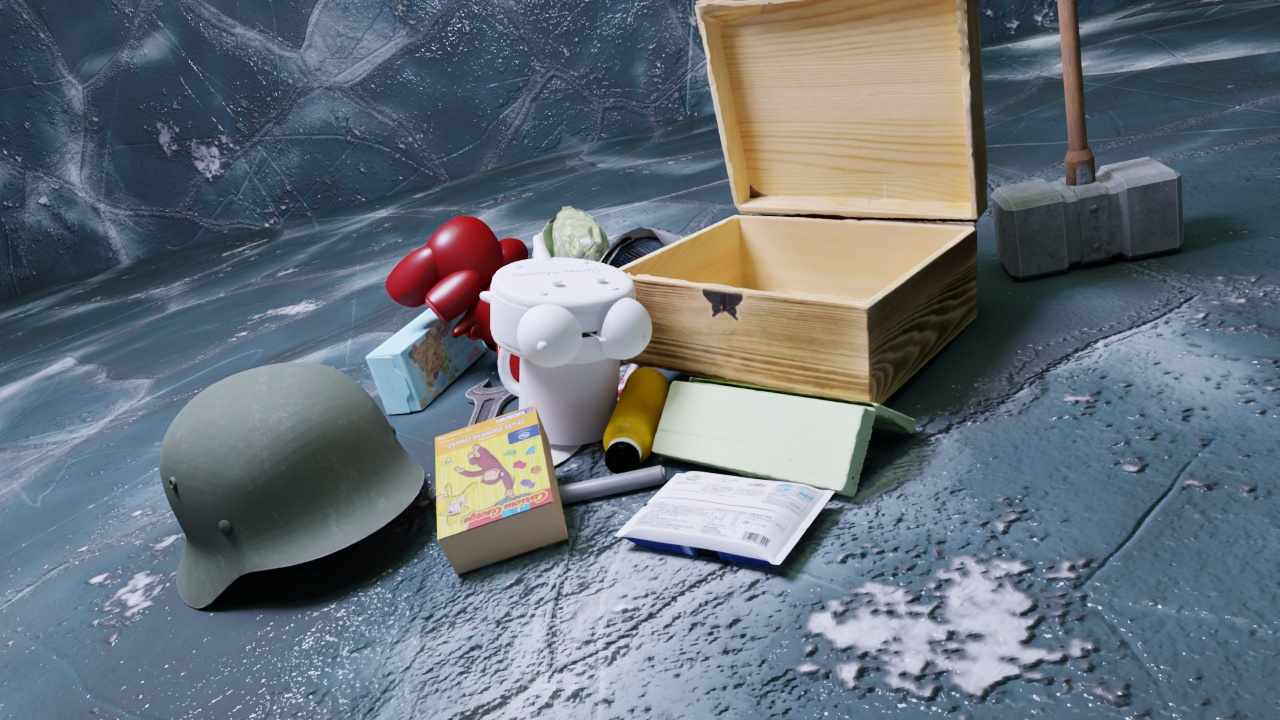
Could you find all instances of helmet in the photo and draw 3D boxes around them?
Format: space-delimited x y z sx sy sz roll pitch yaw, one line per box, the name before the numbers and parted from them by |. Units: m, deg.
helmet | -0.310 0.084 0.790 0.268 0.154 0.226 5 29 43

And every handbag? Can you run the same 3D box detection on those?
handbag | -0.098 -0.141 1.281 0.117 0.113 0.186 -24 22 -1

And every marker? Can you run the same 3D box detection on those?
marker | -0.006 0.006 0.979 0.013 0.013 0.142 -9 22 17
marker | -0.048 0.106 0.746 0.140 0.016 0.016 -13 21 7

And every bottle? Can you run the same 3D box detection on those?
bottle | -0.004 0.054 0.810 0.043 0.043 0.143 -10 21 14

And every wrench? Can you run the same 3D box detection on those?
wrench | -0.162 0.073 0.919 0.070 0.010 0.272 -13 21 6

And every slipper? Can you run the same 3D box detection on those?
slipper | -0.016 -0.076 1.096 0.111 0.063 0.263 32 44 5

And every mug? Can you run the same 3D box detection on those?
mug | -0.079 0.014 0.851 0.121 0.090 0.090 14 25 20

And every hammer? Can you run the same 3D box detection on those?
hammer | 0.426 -0.252 0.899 0.163 0.318 0.082 -10 22 13

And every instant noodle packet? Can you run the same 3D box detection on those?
instant noodle packet | 0.058 0.109 0.651 0.134 0.026 0.086 1 26 37

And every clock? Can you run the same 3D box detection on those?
clock | -0.066 -0.052 0.796 0.125 0.073 0.161 -6 26 -23

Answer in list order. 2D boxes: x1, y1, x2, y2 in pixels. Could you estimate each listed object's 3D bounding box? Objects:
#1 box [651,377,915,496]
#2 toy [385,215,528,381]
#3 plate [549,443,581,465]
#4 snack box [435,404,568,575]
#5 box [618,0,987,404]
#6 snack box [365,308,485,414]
box | 0.109 0.062 0.734 0.188 0.082 0.098 7 -14 46
toy | -0.175 -0.075 1.065 0.157 0.197 0.121 -45 -5 -46
plate | -0.119 0.074 0.862 0.134 0.011 0.134 -7 22 3
snack box | -0.113 0.100 0.730 0.088 0.040 0.125 -18 34 -2
box | 0.150 -0.177 0.853 0.280 0.337 0.285 9 26 39
snack box | -0.252 -0.008 1.096 0.053 0.075 0.174 -6 23 22
